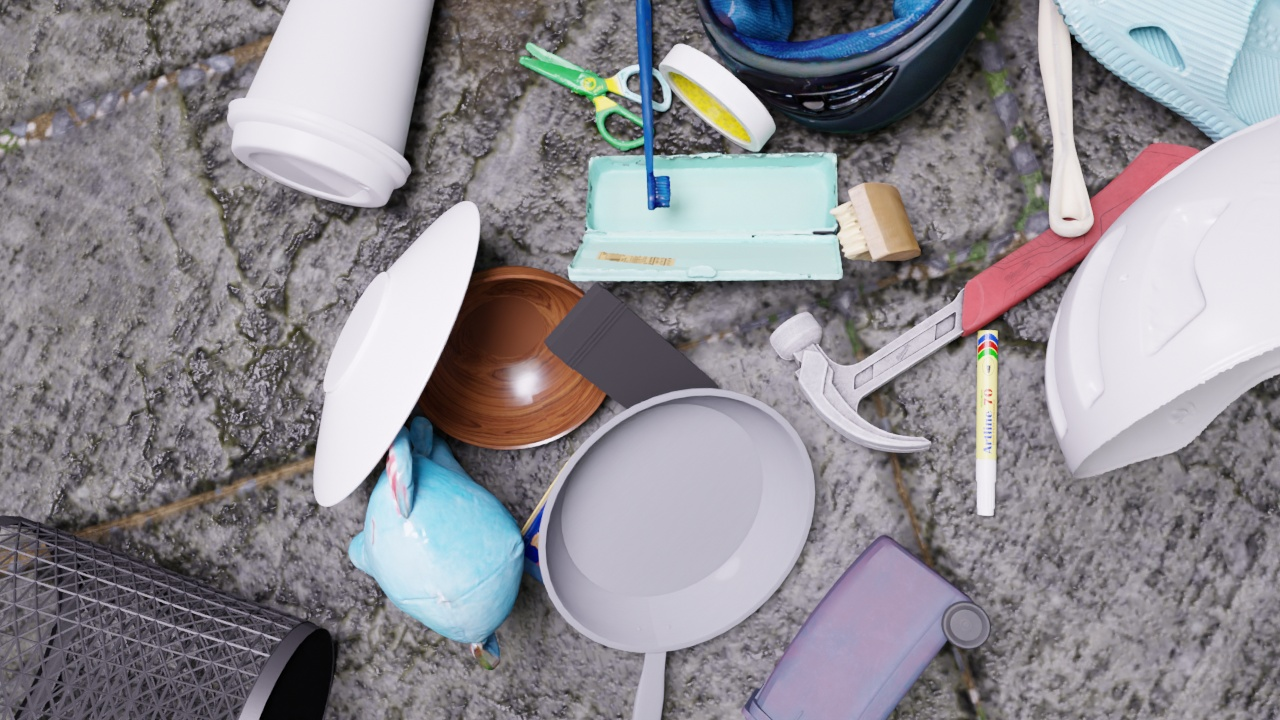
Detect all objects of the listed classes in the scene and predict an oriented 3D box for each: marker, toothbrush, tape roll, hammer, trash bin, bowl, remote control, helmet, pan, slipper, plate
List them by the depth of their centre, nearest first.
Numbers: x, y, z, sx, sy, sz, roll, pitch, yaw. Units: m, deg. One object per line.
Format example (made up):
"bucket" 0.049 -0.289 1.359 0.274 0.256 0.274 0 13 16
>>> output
"helmet" 0.365 -0.029 0.548 0.282 0.224 0.184 -44 60 1
"helmet" 0.112 -0.325 0.560 0.249 0.235 0.316 12 90 32
"slipper" 0.374 -0.212 0.589 0.276 0.069 0.116 35 85 -11
"plate" -0.182 -0.014 0.626 0.030 0.229 0.229 28 92 -26
"trash bin" 0.152 0.208 0.631 0.092 0.093 0.161 37 92 17
"hammer" 0.257 -0.051 0.646 0.316 0.036 0.126 -34 70 2
"trash bin" -0.369 0.244 0.653 0.243 0.217 0.217 12 90 2
"pan" 0.013 0.183 0.654 0.200 0.051 0.357 3 109 -21
"tape roll" 0.055 -0.187 0.656 0.094 0.094 0.019 40 94 7
"remote control" -0.004 0.004 0.656 0.058 0.013 0.133 -48 125 3
"marker" 0.249 0.045 0.661 0.014 0.014 0.132 1 88 8
"toothbrush" 0.009 -0.193 0.672 0.017 0.016 0.189 -1 68 -5
"bowl" -0.096 -0.013 0.675 0.147 0.068 0.147 -6 124 -9

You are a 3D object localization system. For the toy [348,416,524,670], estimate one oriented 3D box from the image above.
"toy" -0.145 0.113 0.629 0.114 0.180 0.183 -24 116 -9

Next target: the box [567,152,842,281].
"box" 0.049 -0.097 0.661 0.187 0.057 0.137 1 56 9

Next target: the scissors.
"scissors" -0.035 -0.219 0.710 0.130 0.014 0.071 36 93 7

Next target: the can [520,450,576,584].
"can" -0.048 0.122 0.681 0.059 0.054 0.100 33 93 7

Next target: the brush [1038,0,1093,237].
"brush" 0.282 -0.219 0.628 0.062 0.077 0.272 -6 84 21

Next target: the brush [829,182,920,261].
"brush" 0.164 -0.092 0.632 0.039 0.117 0.049 -20 87 25

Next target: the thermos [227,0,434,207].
"thermos" -0.214 -0.239 0.687 0.131 0.131 0.221 14 82 8
